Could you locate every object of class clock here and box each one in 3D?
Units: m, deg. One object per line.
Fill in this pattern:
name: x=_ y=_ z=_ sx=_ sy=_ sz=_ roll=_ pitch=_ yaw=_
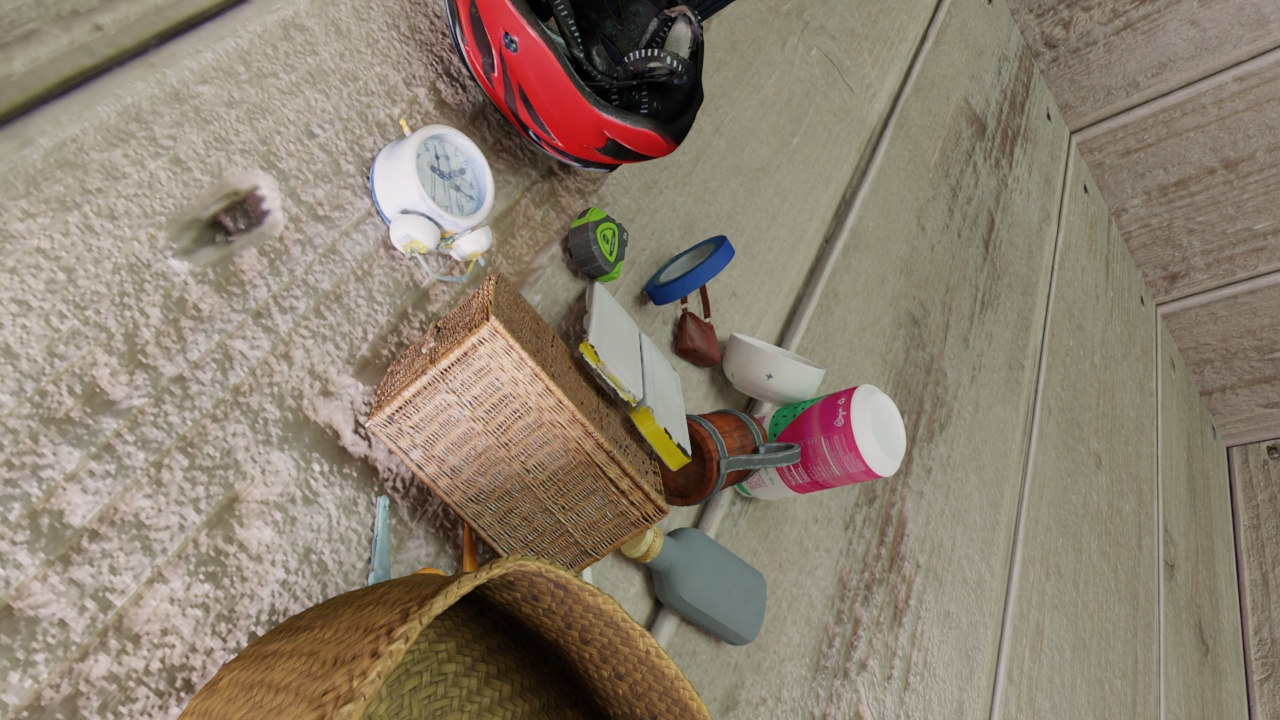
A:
clock: x=-0.156 y=-0.121 z=0.706 sx=0.088 sy=0.052 sz=0.125 roll=-2 pitch=79 yaw=-50

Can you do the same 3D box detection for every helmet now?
helmet: x=-0.061 y=-0.285 z=0.788 sx=0.272 sy=0.167 sz=0.216 roll=46 pitch=46 yaw=-27

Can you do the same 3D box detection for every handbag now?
handbag: x=0.058 y=-0.055 z=0.943 sx=0.055 sy=0.029 sz=0.119 roll=28 pitch=50 yaw=-42

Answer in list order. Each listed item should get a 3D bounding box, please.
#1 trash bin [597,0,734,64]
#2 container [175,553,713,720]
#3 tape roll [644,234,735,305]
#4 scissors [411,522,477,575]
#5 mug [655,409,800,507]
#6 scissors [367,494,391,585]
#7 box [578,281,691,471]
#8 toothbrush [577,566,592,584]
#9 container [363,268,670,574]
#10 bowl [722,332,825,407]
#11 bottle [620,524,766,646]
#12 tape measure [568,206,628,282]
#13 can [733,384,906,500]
trash bin: x=0.047 y=-0.398 z=0.893 sx=0.139 sy=0.250 sz=0.139 roll=22 pitch=59 yaw=-42
container: x=-0.111 y=0.267 z=0.476 sx=0.306 sy=0.197 sz=0.306 roll=19 pitch=63 yaw=-44
tape roll: x=0.048 y=-0.088 z=0.889 sx=0.016 sy=0.092 sz=0.092 roll=55 pitch=37 yaw=-17
scissors: x=-0.121 y=0.175 z=0.648 sx=0.125 sy=0.011 sz=0.128 roll=6 pitch=74 yaw=-53
mug: x=0.078 y=0.086 z=0.838 sx=0.110 sy=0.118 sz=0.081 roll=-8 pitch=98 yaw=-53
scissors: x=-0.171 y=0.155 z=0.603 sx=0.056 sy=0.015 sz=0.136 roll=14 pitch=69 yaw=-42
box: x=-0.005 y=0.004 z=0.764 sx=0.127 sy=0.023 sz=0.209 roll=54 pitch=11 yaw=-16
toothbrush: x=-0.053 y=0.102 z=0.741 sx=0.015 sy=0.018 sz=0.181 roll=26 pitch=48 yaw=-44
container: x=-0.082 y=0.051 z=0.640 sx=0.198 sy=0.113 sz=0.113 roll=51 pitch=8 yaw=-20
bowl: x=0.133 y=0.013 z=0.946 sx=0.104 sy=0.105 sz=0.054 roll=11 pitch=103 yaw=-46
bottle: x=0.047 y=0.189 z=0.810 sx=0.161 sy=0.046 sz=0.072 roll=39 pitch=49 yaw=-32
tape measure: x=-0.042 y=-0.105 z=0.841 sx=0.058 sy=0.036 sz=0.065 roll=45 pitch=42 yaw=-40
can: x=0.168 y=0.083 z=0.897 sx=0.088 sy=0.166 sz=0.088 roll=22 pitch=59 yaw=-42
